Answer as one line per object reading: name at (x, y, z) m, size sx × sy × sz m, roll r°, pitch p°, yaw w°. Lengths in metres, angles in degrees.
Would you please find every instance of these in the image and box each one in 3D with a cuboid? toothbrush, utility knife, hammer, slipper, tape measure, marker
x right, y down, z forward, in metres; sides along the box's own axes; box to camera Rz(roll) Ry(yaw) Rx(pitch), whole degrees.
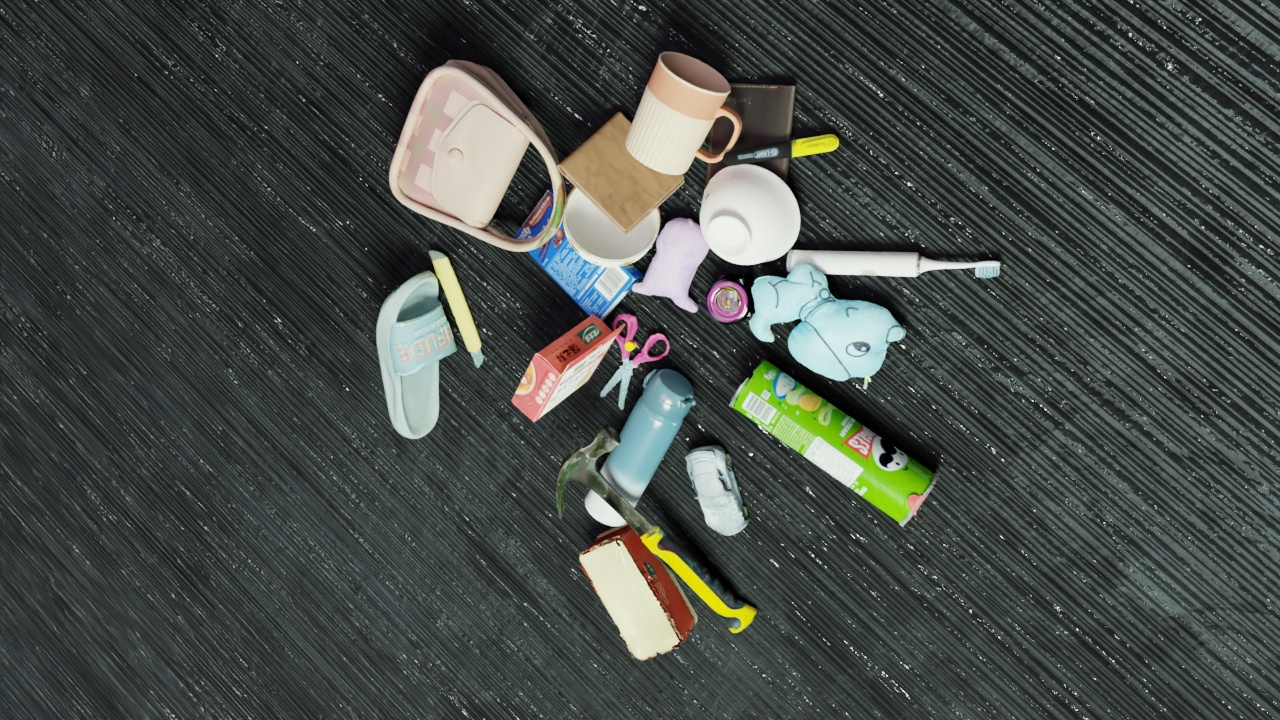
toothbrush at (0.267, -0.103, 0.982) m, size 0.221 × 0.026 × 0.026 m, roll 5°, pitch 86°, yaw 25°
utility knife at (-0.250, -0.070, 1.256) m, size 0.031 × 0.018 × 0.173 m, roll -11°, pitch 99°, yaw 33°
hammer at (0.021, 0.230, 1.154) m, size 0.126 × 0.031 × 0.323 m, roll -40°, pitch 103°, yaw 17°
slipper at (-0.301, -0.001, 1.258) m, size 0.074 × 0.103 × 0.246 m, roll 16°, pitch 117°, yaw 25°
tape measure at (0.107, -0.072, 1.065) m, size 0.058 × 0.039 × 0.057 m, roll -13°, pitch 102°, yaw 24°
marker at (0.150, -0.225, 0.985) m, size 0.124 × 0.015 × 0.018 m, roll -7°, pitch 103°, yaw 8°

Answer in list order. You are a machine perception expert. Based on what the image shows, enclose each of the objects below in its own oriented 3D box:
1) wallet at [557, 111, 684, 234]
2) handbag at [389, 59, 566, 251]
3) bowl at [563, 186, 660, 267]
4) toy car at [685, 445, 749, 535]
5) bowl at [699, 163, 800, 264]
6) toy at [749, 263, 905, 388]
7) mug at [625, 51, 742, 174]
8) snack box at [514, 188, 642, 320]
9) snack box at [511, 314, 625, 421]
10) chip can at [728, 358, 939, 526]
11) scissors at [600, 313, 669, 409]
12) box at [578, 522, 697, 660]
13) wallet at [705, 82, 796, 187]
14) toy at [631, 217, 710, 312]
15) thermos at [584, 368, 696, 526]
wallet at (-0.021, -0.217, 1.060) m, size 0.115 × 0.020 × 0.101 m, roll 44°, pitch 78°, yaw 5°
handbag at (-0.184, -0.232, 1.127) m, size 0.234 × 0.093 × 0.194 m, roll 39°, pitch 120°, yaw 12°
bowl at (-0.036, -0.158, 1.085) m, size 0.113 × 0.113 × 0.062 m, roll 45°, pitch 163°, yaw 8°
toy car at (0.095, 0.163, 1.148) m, size 0.054 × 0.036 × 0.120 m, roll -15°, pitch 102°, yaw 29°
bowl at (0.109, -0.148, 1.007) m, size 0.118 × 0.064 × 0.118 m, roll 16°, pitch 128°, yaw 21°
toy at (0.204, -0.036, 1.016) m, size 0.162 × 0.049 × 0.156 m, roll -18°, pitch 105°, yaw 27°
mug at (0.051, -0.261, 1.005) m, size 0.114 × 0.081 × 0.106 m, roll 30°, pitch 126°, yaw 3°
snack box at (-0.079, -0.131, 1.145) m, size 0.157 × 0.026 × 0.085 m, roll 46°, pitch 121°, yaw 7°
snack box at (-0.090, 0.002, 1.126) m, size 0.044 × 0.113 × 0.127 m, roll 44°, pitch 136°, yaw 9°
chip can at (0.217, 0.090, 1.041) m, size 0.236 × 0.072 × 0.072 m, roll 35°, pitch 118°, yaw 13°
scissors at (-0.007, 0.009, 1.163) m, size 0.096 × 0.017 × 0.137 m, roll 16°, pitch 117°, yaw 14°
box at (-0.008, 0.309, 1.219) m, size 0.092 × 0.079 × 0.168 m, roll -30°, pitch 91°, yaw 30°
wallet at (0.121, -0.243, 1.016) m, size 0.096 × 0.020 × 0.122 m, roll 10°, pitch 108°, yaw 24°
toy at (0.044, -0.115, 1.082) m, size 0.084 × 0.038 × 0.108 m, roll 22°, pitch 111°, yaw 3°
thermos at (-0.001, 0.110, 1.163) m, size 0.070 × 0.070 × 0.221 m, roll 34°, pitch 117°, yaw 14°
